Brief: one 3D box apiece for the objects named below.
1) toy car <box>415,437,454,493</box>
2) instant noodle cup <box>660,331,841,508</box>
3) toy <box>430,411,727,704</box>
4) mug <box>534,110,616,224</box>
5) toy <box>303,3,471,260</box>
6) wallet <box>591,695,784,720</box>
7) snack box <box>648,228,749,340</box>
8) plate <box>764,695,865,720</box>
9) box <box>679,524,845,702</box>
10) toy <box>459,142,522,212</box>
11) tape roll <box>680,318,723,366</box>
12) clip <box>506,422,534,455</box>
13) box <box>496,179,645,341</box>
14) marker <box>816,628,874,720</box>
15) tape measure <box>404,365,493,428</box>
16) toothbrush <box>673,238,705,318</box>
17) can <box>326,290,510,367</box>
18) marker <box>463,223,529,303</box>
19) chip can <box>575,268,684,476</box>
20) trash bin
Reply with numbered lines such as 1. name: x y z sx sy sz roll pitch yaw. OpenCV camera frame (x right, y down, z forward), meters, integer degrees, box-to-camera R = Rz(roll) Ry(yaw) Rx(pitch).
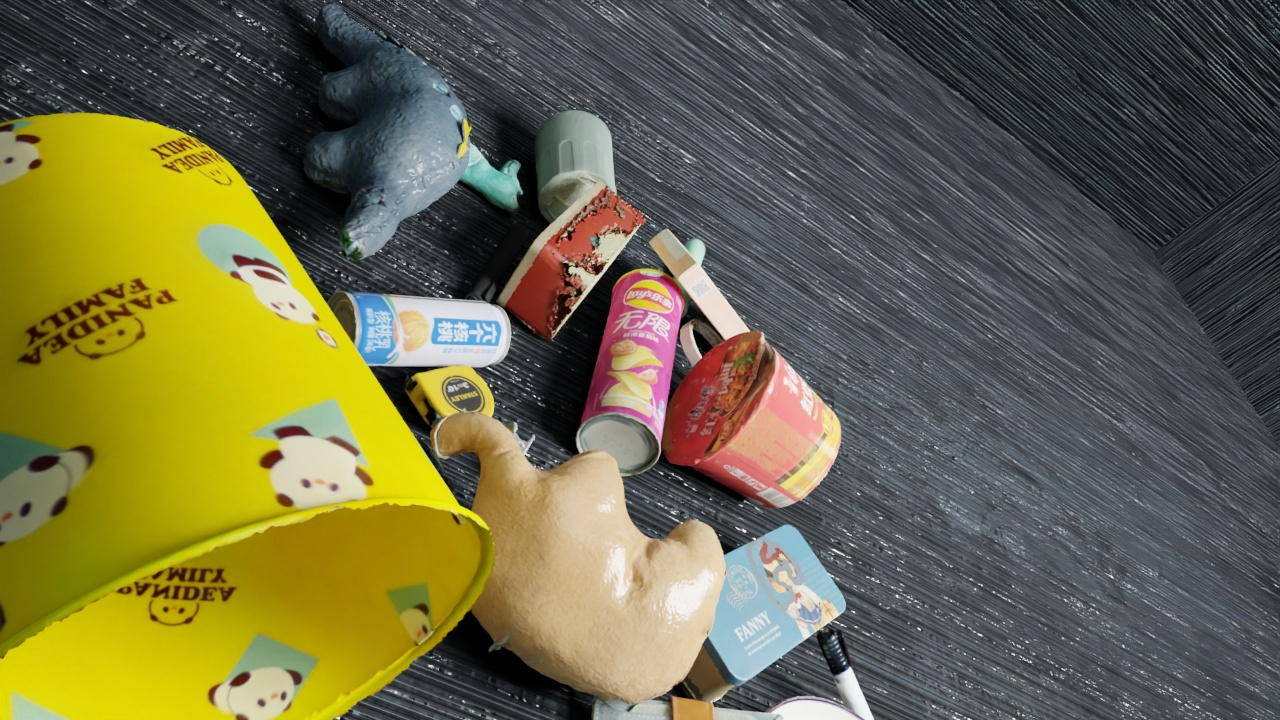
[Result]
1. toy car: -0.146 0.105 0.576 0.053 0.045 0.120 64 13 -47
2. instant noodle cup: 0.101 0.061 0.817 0.108 0.138 0.137 38 34 -24
3. toy: -0.051 0.125 0.588 0.226 0.083 0.143 37 61 -9
4. mug: -0.058 -0.185 0.966 0.124 0.084 0.103 48 25 -42
5. toy: -0.218 -0.202 0.801 0.137 0.092 0.355 7 45 -25
6. wallet: 0.031 0.260 0.569 0.129 0.037 0.106 10 42 -6
7. snack box: 0.072 -0.058 0.927 0.157 0.026 0.084 48 6 -37
8. plate: 0.134 0.332 0.631 0.192 0.039 0.192 27 37 -23
9. box: 0.079 0.194 0.706 0.183 0.060 0.089 -12 62 -53
10. toy: -0.152 -0.183 0.901 0.092 0.030 0.096 37 38 -16
11. tape roll: 0.072 -0.003 0.932 0.086 0.014 0.085 42 28 -28
12. clip: -0.097 0.070 0.691 0.029 0.025 0.056 38 30 -15
13. box: -0.053 -0.092 0.848 0.077 0.092 0.167 37 35 -4
14. marker: 0.167 0.264 0.708 0.018 0.023 0.131 -64 131 -70
15. tape measure: -0.139 0.032 0.682 0.059 0.029 0.057 -16 64 -52
16. toothbrush: 0.042 -0.070 0.980 0.026 0.027 0.223 39 34 -14
17. can: -0.165 -0.022 0.691 0.134 0.053 0.053 1 52 -45
18. marker: -0.128 -0.087 0.829 0.131 0.022 0.020 -71 146 -53
19. chip can: -0.005 0.005 0.812 0.071 0.072 0.210 32 36 -16
20. trash bin: -0.228 0.038 0.429 0.229 0.230 0.255 -4 50 -48
